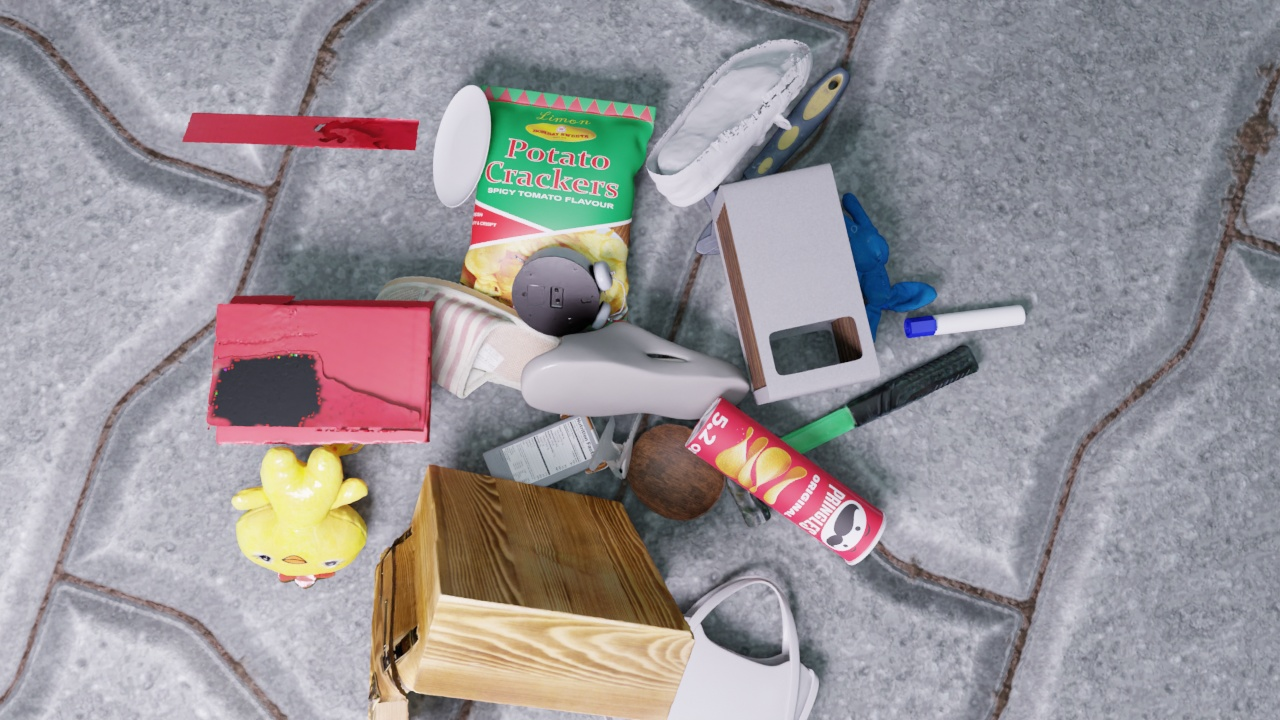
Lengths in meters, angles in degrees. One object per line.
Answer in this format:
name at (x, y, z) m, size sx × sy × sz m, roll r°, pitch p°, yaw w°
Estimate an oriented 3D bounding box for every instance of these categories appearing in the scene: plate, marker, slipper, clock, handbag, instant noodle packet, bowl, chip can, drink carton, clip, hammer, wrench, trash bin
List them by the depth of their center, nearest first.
clock at (-0.077, -0.074, 0.986) m, size 0.122 × 0.035 × 0.095 m, roll 6°, pitch 121°, yaw 2°
trash bin at (0.161, -0.077, 0.987) m, size 0.114 × 0.114 × 0.228 m, roll -12°, pitch 85°, yaw -2°
chip can at (0.156, 0.129, 0.994) m, size 0.220 × 0.069 × 0.069 m, roll 35°, pitch 87°, yaw -1°
slipper at (-0.006, 0.006, 0.997) m, size 0.265 × 0.113 × 0.080 m, roll 4°, pitch 58°, yaw -24°
handbag at (0.089, 0.340, 1.008) m, size 0.216 × 0.096 × 0.222 m, roll 22°, pitch 82°, yaw -2°
clip at (-0.023, 0.099, 1.012) m, size 0.052 × 0.101 × 0.058 m, roll 37°, pitch 123°, yaw -7°
plate at (-0.195, -0.236, 1.018) m, size 0.011 × 0.135 × 0.134 m, roll 6°, pitch 87°, yaw -38°
slipper at (-0.176, -0.011, 1.020) m, size 0.263 × 0.052 × 0.115 m, roll 20°, pitch 116°, yaw -3°
instant noodle packet at (-0.097, -0.167, 1.022) m, size 0.195 × 0.090 × 0.253 m, roll 8°, pitch 94°, yaw 1°
drink carton at (-0.106, 0.108, 1.033) m, size 0.125 × 0.048 × 0.076 m, roll -23°, pitch 88°, yaw -2°
slipper at (0.108, -0.270, 1.033) m, size 0.112 × 0.075 × 0.246 m, roll 35°, pitch 76°, yaw 23°
bowl at (0.042, 0.127, 1.042) m, size 0.114 × 0.026 × 0.102 m, roll 32°, pitch 89°, yaw 13°
hammer at (0.238, 0.064, 1.050) m, size 0.318 × 0.032 × 0.130 m, roll -25°, pitch 88°, yaw -2°
marker at (0.374, -0.045, 1.057) m, size 0.133 × 0.027 × 0.023 m, roll -7°, pitch 91°, yaw -1°
wrench at (0.151, -0.231, 1.064) m, size 0.073 × 0.022 × 0.273 m, roll 40°, pitch 88°, yaw 1°

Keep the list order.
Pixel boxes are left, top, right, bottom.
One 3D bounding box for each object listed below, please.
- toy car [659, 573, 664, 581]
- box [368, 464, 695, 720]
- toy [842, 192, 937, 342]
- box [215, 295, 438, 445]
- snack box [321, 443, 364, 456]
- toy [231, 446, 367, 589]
toy car at (-0.025, 0.278, 1.030) m, size 0.056 × 0.043 × 0.120 m, roll 44°, pitch 90°, yaw -2°
box at (-0.165, 0.312, 0.897) m, size 0.286 × 0.279 × 0.335 m, roll 16°, pitch 103°, yaw -18°
toy at (0.263, -0.105, 1.037) m, size 0.112 × 0.071 × 0.176 m, roll -23°, pitch 99°, yaw -8°
box at (-0.326, 0.015, 0.984) m, size 0.213 × 0.153 × 0.164 m, roll 0°, pitch 81°, yaw -7°
snack box at (-0.343, 0.048, 1.014) m, size 0.106 × 0.083 × 0.061 m, roll 41°, pitch 88°, yaw 0°
toy at (-0.358, 0.163, 0.974) m, size 0.133 × 0.208 × 0.092 m, roll 5°, pitch 50°, yaw -14°
